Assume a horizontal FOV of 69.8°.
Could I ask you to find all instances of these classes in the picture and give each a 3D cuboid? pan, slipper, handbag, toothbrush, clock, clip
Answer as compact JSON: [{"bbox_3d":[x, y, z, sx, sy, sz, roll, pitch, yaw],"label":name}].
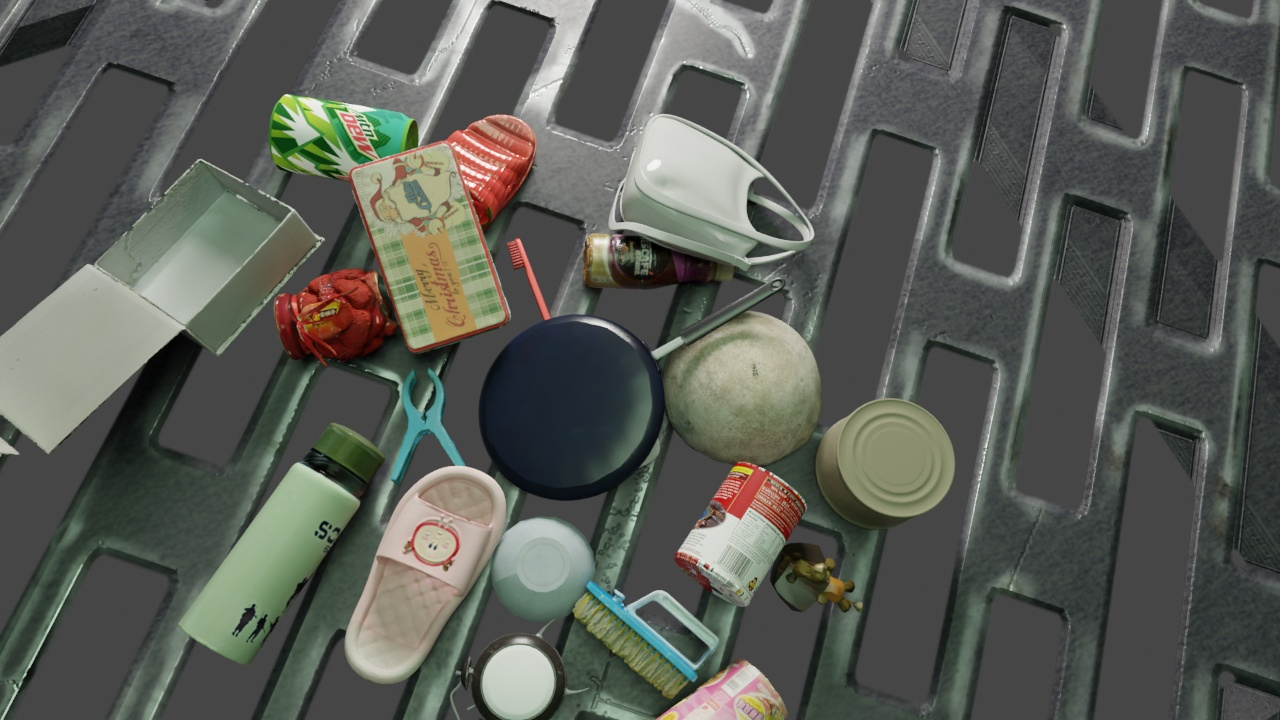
[{"bbox_3d":[-0.006,0.005,0.949,0.356,0.021,0.198,-30,70,1],"label":"pan"},{"bbox_3d":[-0.205,-0.184,1.020,0.103,0.059,0.248,31,73,4],"label":"slipper"},{"bbox_3d":[-0.214,0.204,0.894,0.107,0.056,0.221,26,76,4],"label":"slipper"},{"bbox_3d":[0.088,-0.164,1.017,0.222,0.096,0.215,21,46,-10],"label":"handbag"},{"bbox_3d":[-0.106,-0.039,1.007,0.018,0.012,0.212,-19,75,-12],"label":"toothbrush"},{"bbox_3d":[-0.121,0.309,0.876,0.122,0.044,0.091,-25,76,-13],"label":"clock"},{"bbox_3d":[-0.233,0.068,0.954,0.102,0.027,0.119,-3,73,-10],"label":"clip"}]

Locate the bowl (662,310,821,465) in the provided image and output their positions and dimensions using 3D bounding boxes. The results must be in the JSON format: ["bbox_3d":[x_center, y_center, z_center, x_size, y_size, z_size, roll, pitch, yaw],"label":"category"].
[{"bbox_3d":[0.115,0.019,0.976,0.178,0.081,0.178,2,70,-5],"label":"bowl"}]

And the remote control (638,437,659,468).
[{"bbox_3d":[-0.020,0.060,0.975,0.060,0.028,0.114,-21,75,-12],"label":"remote control"}]

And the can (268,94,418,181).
[{"bbox_3d":[-0.325,-0.240,1.012,0.144,0.083,0.083,8,71,-3],"label":"can"}]

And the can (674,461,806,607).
[{"bbox_3d":[0.100,0.174,0.920,0.086,0.087,0.116,34,71,6],"label":"can"}]

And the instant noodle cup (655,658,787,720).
[{"bbox_3d":[0.077,0.345,0.864,0.108,0.098,0.097,-35,79,-23],"label":"instant noodle cup"}]

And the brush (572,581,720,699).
[{"bbox_3d":[0.004,0.258,0.896,0.136,0.055,0.075,39,82,5],"label":"brush"}]

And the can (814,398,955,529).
[{"bbox_3d":[0.256,0.109,0.964,0.127,0.073,0.127,2,72,-5],"label":"can"}]

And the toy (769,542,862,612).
[{"bbox_3d":[0.181,0.226,0.927,0.100,0.063,0.076,26,52,-3],"label":"toy"}]

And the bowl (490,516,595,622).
[{"bbox_3d":[-0.097,0.205,0.914,0.106,0.039,0.106,2,72,-5],"label":"bowl"}]

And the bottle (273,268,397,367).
[{"bbox_3d":[-0.312,-0.044,0.945,0.111,0.099,0.099,-13,74,-5],"label":"bottle"}]

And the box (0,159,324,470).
[{"bbox_3d":[-0.505,-0.046,0.898,0.166,0.099,0.367,27,63,25],"label":"box"}]

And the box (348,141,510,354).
[{"bbox_3d":[-0.219,-0.118,0.966,0.117,0.051,0.205,-17,94,-3],"label":"box"}]

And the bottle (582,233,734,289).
[{"bbox_3d":[0.021,-0.107,1.018,0.166,0.060,0.059,2,72,-8],"label":"bottle"}]

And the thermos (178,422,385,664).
[{"bbox_3d":[-0.339,0.169,0.885,0.082,0.082,0.231,30,72,4],"label":"thermos"}]
